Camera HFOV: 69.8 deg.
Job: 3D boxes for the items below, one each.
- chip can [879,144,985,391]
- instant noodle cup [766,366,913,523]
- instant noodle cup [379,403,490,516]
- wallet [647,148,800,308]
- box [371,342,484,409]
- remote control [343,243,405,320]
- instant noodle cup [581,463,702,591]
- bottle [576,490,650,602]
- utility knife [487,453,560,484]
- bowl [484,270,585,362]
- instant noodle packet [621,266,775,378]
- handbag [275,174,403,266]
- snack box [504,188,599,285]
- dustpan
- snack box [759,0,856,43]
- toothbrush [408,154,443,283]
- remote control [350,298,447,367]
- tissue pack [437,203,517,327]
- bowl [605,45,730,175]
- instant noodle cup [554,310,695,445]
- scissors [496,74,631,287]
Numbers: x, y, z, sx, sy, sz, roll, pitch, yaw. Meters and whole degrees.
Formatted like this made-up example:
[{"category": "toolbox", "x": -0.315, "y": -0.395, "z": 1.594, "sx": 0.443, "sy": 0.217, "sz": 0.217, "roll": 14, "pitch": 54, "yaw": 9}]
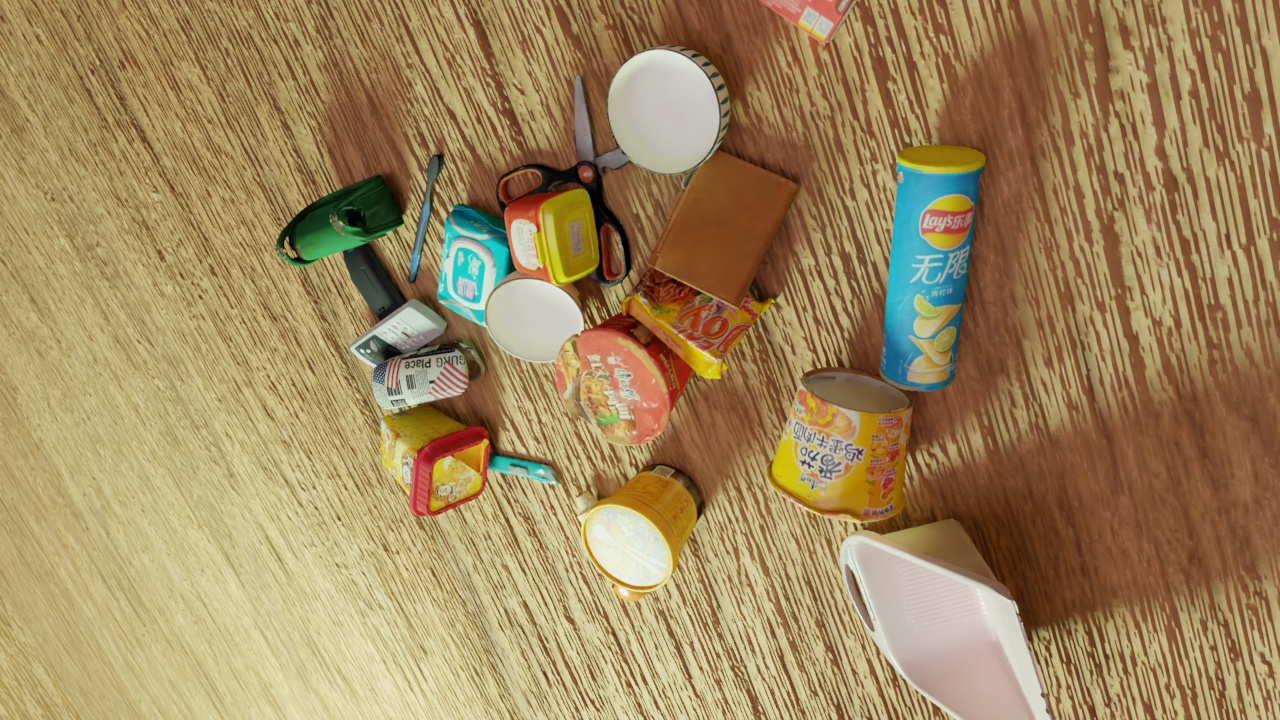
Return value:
[{"category": "chip can", "x": 0.255, "y": -0.080, "z": 0.816, "sx": 0.071, "sy": 0.071, "sz": 0.210, "roll": 11, "pitch": 120, "yaw": 25}, {"category": "instant noodle cup", "x": 0.202, "y": 0.076, "z": 0.898, "sx": 0.138, "sy": 0.137, "sz": 0.110, "roll": 17, "pitch": 114, "yaw": 22}, {"category": "instant noodle cup", "x": -0.276, "y": 0.124, "z": 1.207, "sx": 0.124, "sy": 0.115, "sz": 0.116, "roll": 31, "pitch": 124, "yaw": 33}, {"category": "wallet", "x": 0.077, "y": -0.130, "z": 0.885, "sx": 0.108, "sy": 0.031, "sz": 0.132, "roll": 27, "pitch": 93, "yaw": 17}, {"category": "box", "x": -0.282, "y": 0.022, "z": 1.168, "sx": 0.164, "sy": 0.081, "sz": 0.075, "roll": -9, "pitch": 120, "yaw": 31}, {"category": "remote control", "x": -0.343, "y": -0.095, "z": 1.184, "sx": 0.053, "sy": 0.024, "sz": 0.136, "roll": -25, "pitch": 101, "yaw": 35}, {"category": "instant noodle cup", "x": 0.009, "y": 0.188, "z": 1.073, "sx": 0.118, "sy": 0.114, "sz": 0.119, "roll": 14, "pitch": 122, "yaw": 24}, {"category": "bottle", "x": -0.034, "y": 0.229, "z": 1.158, "sx": 0.067, "sy": 0.066, "sz": 0.149, "roll": -36, "pitch": 87, "yaw": 38}, {"category": "utility knife", "x": -0.178, "y": 0.141, "z": 1.220, "sx": 0.166, "sy": 0.013, "sz": 0.029, "roll": 7, "pitch": 113, "yaw": 28}, {"category": "bowl", "x": -0.114, "y": -0.060, "z": 1.037, "sx": 0.113, "sy": 0.062, "sz": 0.114, "roll": 5, "pitch": 127, "yaw": 6}, {"category": "instant noodle packet", "x": 0.058, "y": -0.056, "z": 0.927, "sx": 0.128, "sy": 0.110, "sz": 0.044, "roll": 38, "pitch": 164, "yaw": 6}, {"category": "handbag", "x": -0.359, "y": -0.165, "z": 1.095, "sx": 0.132, "sy": 0.119, "sz": 0.068, "roll": -13, "pitch": 110, "yaw": 27}, {"category": "snack box", "x": -0.096, "y": -0.131, "z": 0.962, "sx": 0.080, "sy": 0.081, "sz": 0.091, "roll": 12, "pitch": 120, "yaw": 38}, {"category": "dustpan", "x": 0.291, "y": 0.280, "z": 0.906, "sx": 0.139, "sy": 0.273, "sz": 0.222, "roll": -19, "pitch": 102, "yaw": 10}, {"category": "snack box", "x": 0.119, "y": -0.345, "z": 0.783, "sx": 0.153, "sy": 0.025, "sz": 0.075, "roll": 37, "pitch": 126, "yaw": 8}, {"category": "toothbrush", "x": -0.261, "y": -0.168, "z": 1.108, "sx": 0.014, "sy": 0.016, "sz": 0.190, "roll": 27, "pitch": 128, "yaw": 5}, {"category": "remote control", "x": -0.316, "y": -0.030, "z": 1.191, "sx": 0.150, "sy": 0.021, "sz": 0.058, "roll": -27, "pitch": 126, "yaw": 37}, {"category": "tissue pack", "x": -0.186, "y": -0.111, "z": 1.068, "sx": 0.093, "sy": 0.050, "sz": 0.134, "roll": 25, "pitch": 124, "yaw": 18}, {"category": "bowl", "x": 0.033, "y": -0.239, "z": 0.864, "sx": 0.116, "sy": 0.066, "sz": 0.117, "roll": 13, "pitch": 121, "yaw": 23}, {"category": "instant noodle cup", "x": -0.006, "y": 0.006, "z": 0.988, "sx": 0.138, "sy": 0.108, "sz": 0.138, "roll": 15, "pitch": 123, "yaw": 24}, {"category": "scissors", "x": -0.063, "y": -0.181, "z": 0.978, "sx": 0.234, "sy": 0.021, "sz": 0.221, "roll": -10, "pitch": 110, "yaw": 34}]
